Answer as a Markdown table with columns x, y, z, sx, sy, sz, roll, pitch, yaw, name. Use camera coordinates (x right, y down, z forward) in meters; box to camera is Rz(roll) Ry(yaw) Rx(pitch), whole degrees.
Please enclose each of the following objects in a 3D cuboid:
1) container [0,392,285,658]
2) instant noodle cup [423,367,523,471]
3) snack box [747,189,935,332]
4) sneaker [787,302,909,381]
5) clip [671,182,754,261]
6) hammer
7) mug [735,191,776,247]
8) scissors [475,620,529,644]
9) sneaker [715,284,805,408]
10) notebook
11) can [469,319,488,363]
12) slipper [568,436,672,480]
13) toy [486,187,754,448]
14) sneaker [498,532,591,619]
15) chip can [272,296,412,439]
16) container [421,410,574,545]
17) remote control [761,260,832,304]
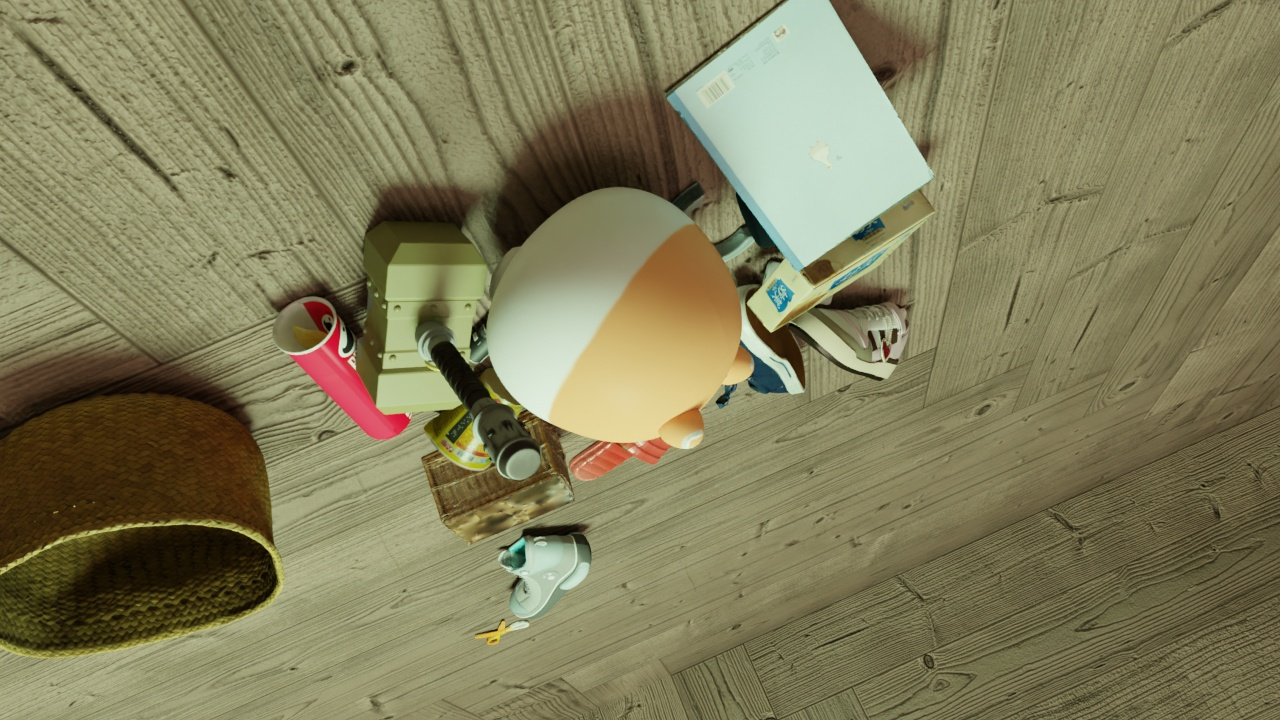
| x | y | z | sx | sy | sz | roll | pitch | yaw | name |
| --- | --- | --- | --- | --- | --- | --- | --- | --- | --- |
| -0.560 | 0.175 | 1.012 | 0.306 | 0.196 | 0.308 | -17 | 150 | -10 | container |
| -0.206 | 0.072 | 1.206 | 0.100 | 0.100 | 0.113 | 17 | 121 | -48 | instant noodle cup |
| 0.250 | -0.128 | 1.157 | 0.207 | 0.055 | 0.154 | -31 | 171 | -20 | snack box |
| 0.334 | -0.049 | 1.386 | 0.293 | 0.112 | 0.116 | 17 | 110 | -50 | sneaker |
| 0.084 | -0.146 | 1.130 | 0.164 | 0.031 | 0.169 | -1 | 143 | -31 | clip |
| -0.173 | 0.010 | 0.866 | 0.100 | 0.325 | 0.190 | -4 | 119 | -31 | hammer |
| 0.174 | -0.171 | 1.062 | 0.094 | 0.121 | 0.085 | -24 | 145 | 2 | mug |
| -0.300 | 0.591 | 2.003 | 0.131 | 0.011 | 0.126 | -13 | 149 | -22 | scissors |
| 0.151 | -0.014 | 1.329 | 0.127 | 0.120 | 0.294 | -9 | 156 | 18 | sneaker |
| 0.170 | -0.232 | 0.954 | 0.181 | 0.009 | 0.253 | -34 | 117 | 15 | notebook |
| -0.181 | -0.032 | 1.114 | 0.081 | 0.031 | 0.031 | -41 | 145 | 26 | can |
| -0.003 | 0.137 | 1.473 | 0.249 | 0.059 | 0.103 | -34 | 148 | 19 | slipper |
| -0.021 | -0.036 | 0.976 | 0.261 | 0.281 | 0.267 | -48 | 173 | -40 | toy |
| -0.215 | 0.402 | 1.714 | 0.160 | 0.093 | 0.257 | 15 | 133 | -36 | sneaker |
| -0.332 | 0.015 | 1.047 | 0.069 | 0.069 | 0.221 | -23 | 150 | -3 | chip can |
| -0.202 | 0.172 | 1.335 | 0.198 | 0.112 | 0.114 | -23 | 149 | 0 | container |
| 0.223 | -0.108 | 1.280 | 0.146 | 0.008 | 0.045 | 6 | 102 | -40 | remote control |
